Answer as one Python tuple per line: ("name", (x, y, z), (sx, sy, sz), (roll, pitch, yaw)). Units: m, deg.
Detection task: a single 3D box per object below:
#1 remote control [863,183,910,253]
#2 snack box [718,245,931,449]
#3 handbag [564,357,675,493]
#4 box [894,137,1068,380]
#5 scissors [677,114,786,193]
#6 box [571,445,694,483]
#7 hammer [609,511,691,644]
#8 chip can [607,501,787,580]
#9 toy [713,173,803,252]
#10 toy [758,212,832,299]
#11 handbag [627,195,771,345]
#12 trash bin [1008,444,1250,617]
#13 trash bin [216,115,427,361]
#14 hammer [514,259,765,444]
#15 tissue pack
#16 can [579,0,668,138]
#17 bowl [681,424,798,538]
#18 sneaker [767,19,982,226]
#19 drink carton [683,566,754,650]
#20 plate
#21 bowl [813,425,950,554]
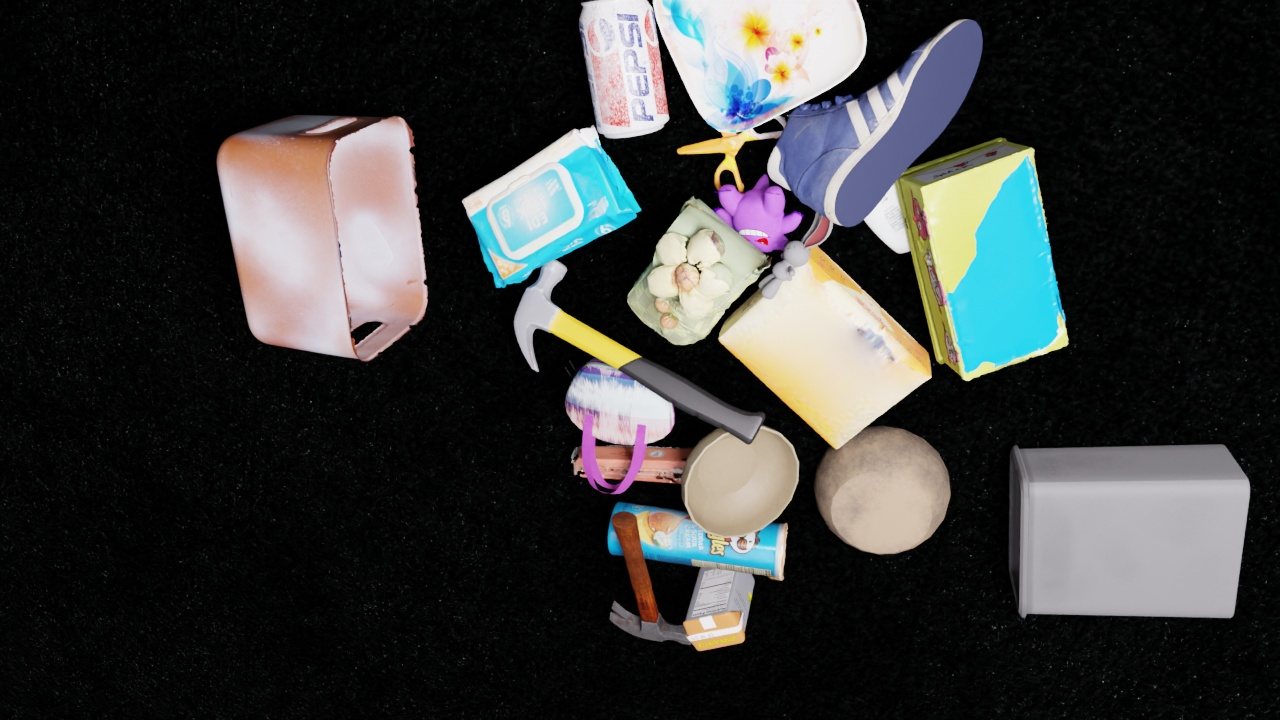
("remote control", (0.265, -0.168, 0.979), (0.060, 0.028, 0.114), (-35, 102, 25))
("snack box", (0.208, -0.013, 1.039), (0.195, 0.080, 0.145), (42, 117, -7))
("handbag", (-0.031, 0.084, 1.141), (0.145, 0.068, 0.170), (10, 106, 10))
("box", (0.351, -0.102, 0.945), (0.124, 0.082, 0.221), (-21, 112, 3))
("scissors", (0.103, -0.236, 1.000), (0.130, 0.011, 0.125), (-12, 113, 18))
("box", (0.001, 0.141, 1.193), (0.187, 0.060, 0.058), (2, 147, 15))
("hammer", (0.000, 0.291, 1.210), (0.111, 0.028, 0.301), (4, 139, 14))
("chip can", (0.076, 0.234, 1.198), (0.230, 0.079, 0.080), (6, 116, 13))
("toy", (0.131, -0.156, 1.005), (0.106, 0.055, 0.088), (9, 129, 30))
("toy", (0.164, -0.112, 0.967), (0.030, 0.049, 0.112), (29, 115, -19))
("handbag", (0.052, -0.081, 1.019), (0.113, 0.116, 0.187), (39, 135, 3))
("trash bin", (0.542, 0.194, 1.041), (0.220, 0.097, 0.192), (-3, 114, 15))
("trash bin", (-0.367, -0.151, 1.075), (0.157, 0.181, 0.260), (8, 118, 13))
("hammer", (-0.006, 0.006, 1.069), (0.324, 0.029, 0.127), (30, 87, 13))
("tissue pack", (-0.111, -0.172, 1.050), (0.210, 0.065, 0.117), (-26, 90, 27))
("can", (-0.018, -0.308, 0.960), (0.078, 0.078, 0.136), (-3, 114, 16))
("bowl", (0.116, 0.140, 1.135), (0.152, 0.050, 0.152), (-7, 113, -17))
("sneaker", (0.228, -0.250, 0.931), (0.091, 0.118, 0.233), (34, 91, -45))
("drink carton", (0.105, 0.316, 1.201), (0.076, 0.124, 0.048), (-19, 109, 22))
("plate", (0.119, -0.343, 0.926), (0.187, 0.016, 0.187), (-23, 96, 24))
("bowl", (0.290, 0.165, 1.109), (0.162, 0.070, 0.162), (6, 116, 12))
